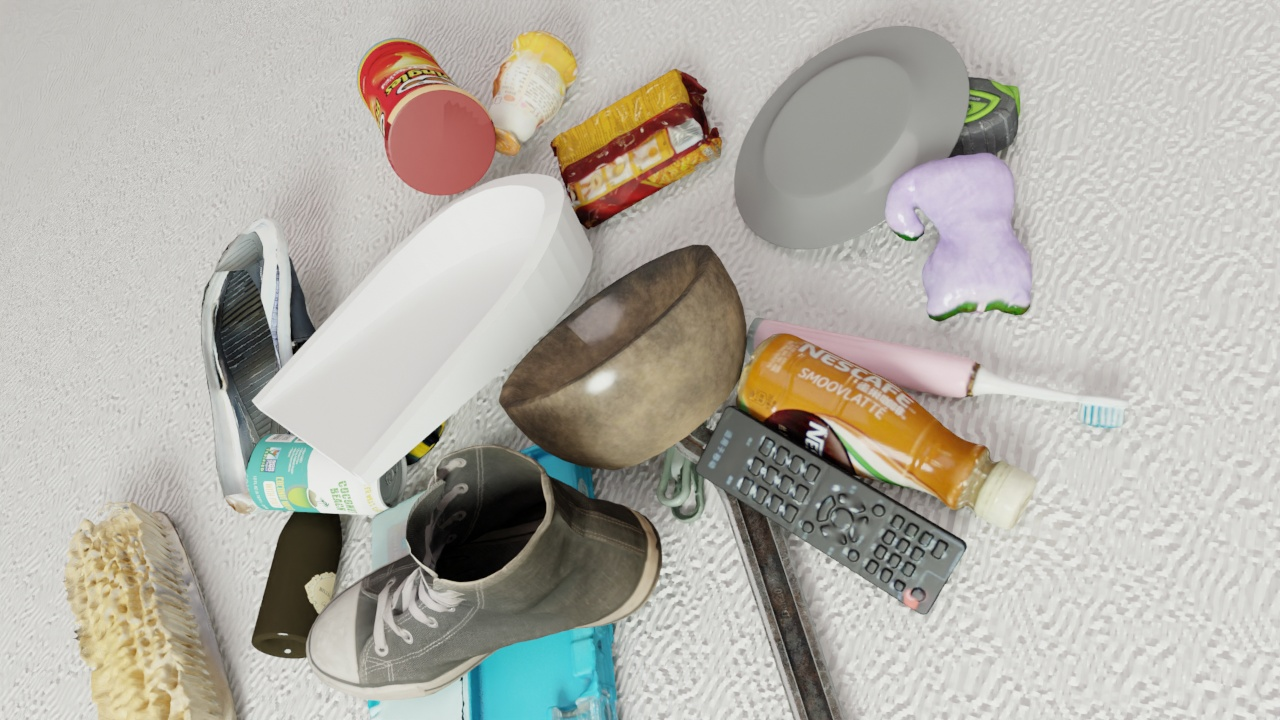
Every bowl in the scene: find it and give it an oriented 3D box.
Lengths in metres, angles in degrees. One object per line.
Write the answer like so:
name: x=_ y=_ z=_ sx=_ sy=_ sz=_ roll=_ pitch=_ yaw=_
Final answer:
bowl: x=-0.003 y=0.003 z=0.572 sx=0.162 sy=0.070 sz=0.162 roll=-33 pitch=17 yaw=11

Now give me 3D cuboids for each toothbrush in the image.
toothbrush: x=0.164 y=0.006 z=0.541 sx=0.223 sy=0.027 sz=0.026 roll=14 pitch=102 yaw=34

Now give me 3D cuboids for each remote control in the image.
remote control: x=0.103 y=0.080 z=0.513 sx=0.150 sy=0.022 sz=0.047 roll=31 pitch=102 yaw=23

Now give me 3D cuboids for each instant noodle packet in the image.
instant noodle packet: x=-0.003 y=-0.169 z=0.726 sx=0.136 sy=0.039 sz=0.098 roll=-27 pitch=54 yaw=15

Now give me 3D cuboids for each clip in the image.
clip: x=0.028 y=0.064 z=0.582 sx=0.023 sy=0.037 sz=0.075 roll=-9 pitch=54 yaw=25

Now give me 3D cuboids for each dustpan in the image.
dustpan: x=-0.153 y=-0.043 z=0.668 sx=0.257 sy=0.053 sz=0.192 roll=-43 pitch=37 yaw=-24

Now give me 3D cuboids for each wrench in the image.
wrench: x=0.077 y=0.130 z=0.510 sx=0.070 sy=0.010 sz=0.273 roll=-9 pitch=55 yaw=-10

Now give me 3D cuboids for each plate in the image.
plate: x=0.137 y=-0.158 z=0.632 sx=0.179 sy=0.012 sz=0.178 roll=-23 pitch=52 yaw=33

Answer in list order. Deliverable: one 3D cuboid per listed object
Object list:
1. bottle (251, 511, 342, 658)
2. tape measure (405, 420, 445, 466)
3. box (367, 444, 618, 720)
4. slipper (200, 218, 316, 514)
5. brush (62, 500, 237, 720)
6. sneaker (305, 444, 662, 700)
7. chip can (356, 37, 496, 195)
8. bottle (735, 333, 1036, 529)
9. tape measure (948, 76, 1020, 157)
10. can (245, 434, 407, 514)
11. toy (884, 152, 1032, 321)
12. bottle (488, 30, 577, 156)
bottle: x=-0.243 y=0.124 z=0.683 sx=0.045 sy=0.045 sz=0.184 roll=-16 pitch=49 yaw=19
tape measure: x=-0.182 y=0.042 z=0.699 sx=0.072 sy=0.042 sz=0.072 roll=-9 pitch=61 yaw=20
box: x=-0.106 y=0.175 z=0.583 sx=0.182 sy=0.039 sz=0.226 roll=-21 pitch=55 yaw=18
slipper: x=-0.315 y=0.003 z=0.782 sx=0.111 sy=0.063 sz=0.263 roll=-29 pitch=61 yaw=23
brush: x=-0.373 y=0.212 z=0.694 sx=0.083 sy=0.056 sz=0.271 roll=-44 pitch=51 yaw=1
sneaker: x=-0.117 y=0.125 z=0.522 sx=0.235 sy=0.120 sz=0.095 roll=-18 pitch=54 yaw=21
chip can: x=-0.192 y=-0.218 z=0.797 sx=0.087 sy=0.087 sz=0.213 roll=-40 pitch=37 yaw=2
bottle: x=0.136 y=0.041 z=0.518 sx=0.167 sy=0.059 sz=0.059 roll=28 pitch=78 yaw=28
tape measure: x=0.215 y=-0.156 z=0.604 sx=0.066 sy=0.036 sz=0.058 roll=27 pitch=69 yaw=40
can: x=-0.223 y=0.081 z=0.652 sx=0.102 sy=0.055 sz=0.054 roll=1 pitch=62 yaw=10
toy: x=0.190 y=-0.073 z=0.552 sx=0.080 sy=0.036 sz=0.099 roll=-6 pitch=85 yaw=14
bottle: x=-0.099 y=-0.231 z=0.798 sx=0.063 sy=0.063 sz=0.109 roll=11 pitch=69 yaw=33
